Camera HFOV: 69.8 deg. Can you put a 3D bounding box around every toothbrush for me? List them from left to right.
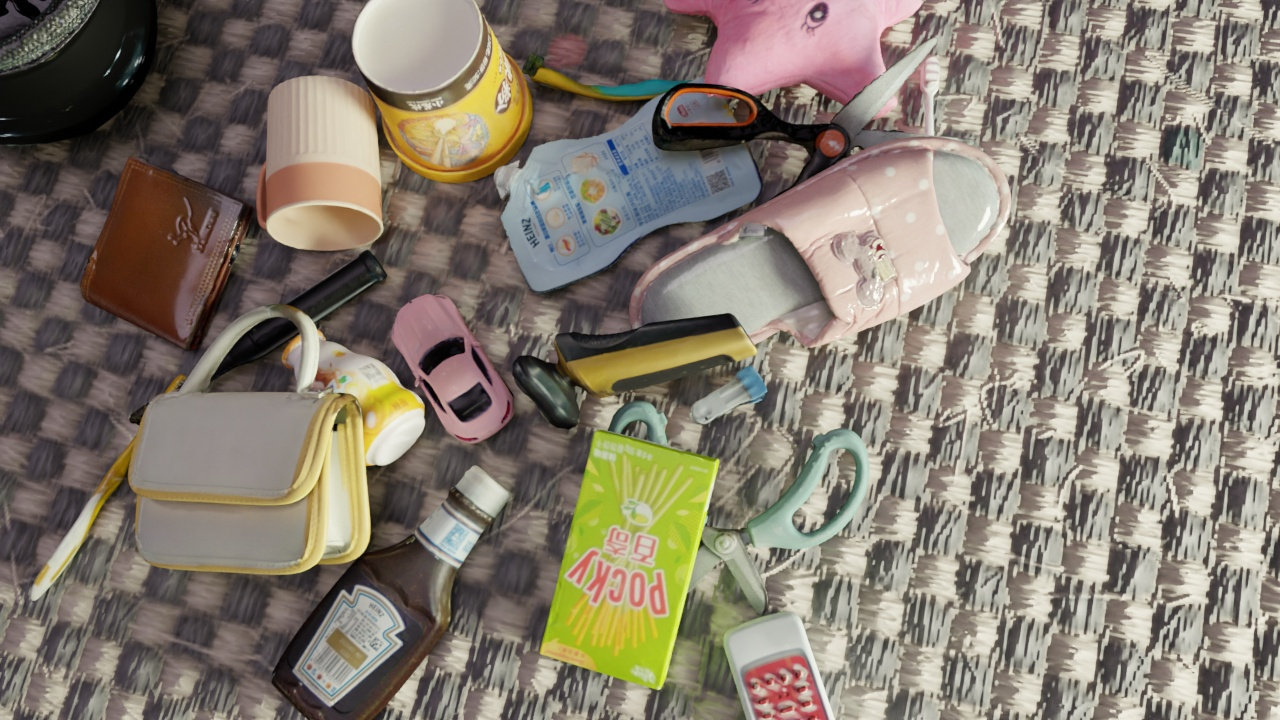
[{"bbox_3d":[-0.391,0.094,0.681,0.018,0.016,0.191,30,80,3],"label":"toothbrush"},{"bbox_3d":[-0.286,-0.015,0.685,0.212,0.027,0.026,-34,93,-6],"label":"toothbrush"},{"bbox_3d":[0.214,-0.140,0.678,0.016,0.016,0.180,3,78,9],"label":"toothbrush"}]

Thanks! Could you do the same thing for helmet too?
[{"bbox_3d":[-0.493,-0.294,0.673,0.233,0.231,0.274,-32,76,-18],"label":"helmet"}]

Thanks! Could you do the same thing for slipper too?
[{"bbox_3d":[0.122,-0.068,0.628,0.274,0.054,0.114,-21,107,5],"label":"slipper"}]

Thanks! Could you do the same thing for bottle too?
[{"bbox_3d":[-0.207,0.024,0.655,0.108,0.063,0.063,41,83,13],"label":"bottle"},{"bbox_3d":[-0.163,0.159,0.630,0.080,0.044,0.194,37,82,12],"label":"bottle"}]

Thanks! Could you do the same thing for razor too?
[{"bbox_3d":[-0.024,-0.216,0.712,0.132,0.043,0.028,8,102,3],"label":"razor"},{"bbox_3d":[-0.004,0.004,0.622,0.168,0.062,0.067,-13,69,18],"label":"razor"}]

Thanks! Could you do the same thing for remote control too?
[{"bbox_3d":[0.098,0.235,0.598,0.056,0.020,0.136,-17,76,2],"label":"remote control"}]

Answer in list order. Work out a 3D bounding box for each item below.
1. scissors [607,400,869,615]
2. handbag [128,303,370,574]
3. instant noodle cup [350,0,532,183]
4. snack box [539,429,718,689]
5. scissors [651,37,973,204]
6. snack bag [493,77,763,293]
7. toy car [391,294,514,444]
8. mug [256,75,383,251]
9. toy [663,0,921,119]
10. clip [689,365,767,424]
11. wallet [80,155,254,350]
[{"bbox_3d":[0.059,0.080,0.628,0.171,0.019,0.170,-42,86,4],"label":"scissors"},{"bbox_3d":[-0.268,0.052,0.618,0.163,0.063,0.178,-1,91,20],"label":"handbag"},{"bbox_3d":[-0.148,-0.210,0.679,0.118,0.114,0.118,-1,76,5],"label":"instant noodle cup"},{"bbox_3d":[-0.007,0.131,0.613,0.086,0.026,0.156,15,92,9],"label":"snack box"},{"bbox_3d":[0.112,-0.148,0.649,0.228,0.021,0.221,26,100,-6],"label":"scissors"},{"bbox_3d":[-0.014,-0.132,0.686,0.191,0.039,0.110,-24,86,-1],"label":"snack bag"},{"bbox_3d":[-0.138,0.004,0.668,0.056,0.037,0.122,-34,75,-5],"label":"toy car"},{"bbox_3d":[-0.250,-0.143,0.697,0.115,0.081,0.105,-16,71,32],"label":"mug"},{"bbox_3d":[0.113,-0.246,0.681,0.194,0.075,0.178,38,75,12],"label":"toy"},{"bbox_3d":[0.061,0.028,0.653,0.058,0.036,0.025,-30,78,-5],"label":"clip"},{"bbox_3d":[-0.364,-0.082,0.705,0.101,0.032,0.124,22,91,6],"label":"wallet"}]
